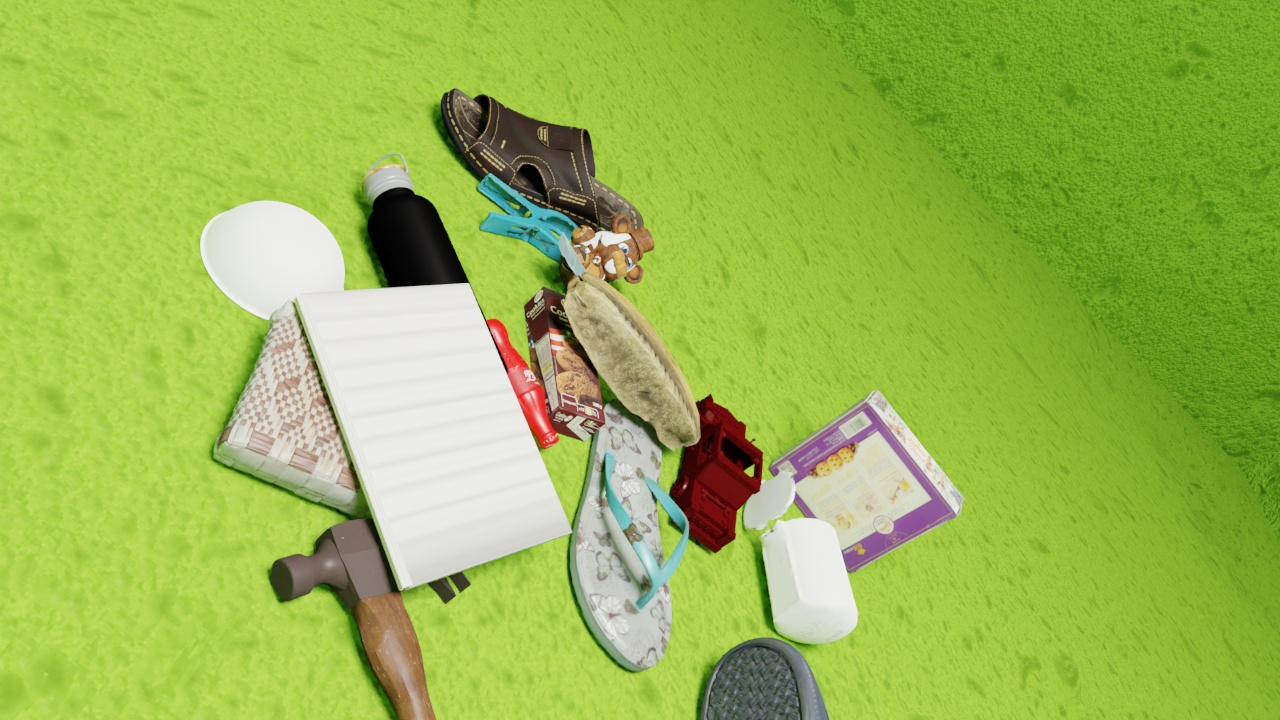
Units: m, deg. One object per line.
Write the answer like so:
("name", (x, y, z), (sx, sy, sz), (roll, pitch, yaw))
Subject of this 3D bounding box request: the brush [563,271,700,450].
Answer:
("brush", (-0.005, 0.005, 0.840), (0.195, 0.059, 0.043), (55, 23, -16))

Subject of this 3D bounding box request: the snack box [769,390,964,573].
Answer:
("snack box", (0.237, 0.131, 0.973), (0.148, 0.144, 0.040), (53, 33, 4))

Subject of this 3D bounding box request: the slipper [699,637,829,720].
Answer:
("slipper", (0.110, 0.330, 0.655), (0.083, 0.111, 0.267), (31, 40, -31))

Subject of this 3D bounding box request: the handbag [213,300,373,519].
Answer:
("handbag", (-0.187, 0.050, 0.640), (0.185, 0.047, 0.123), (30, 45, -27))

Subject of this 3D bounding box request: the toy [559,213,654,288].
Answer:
("toy", (-0.035, -0.104, 0.945), (0.112, 0.067, 0.087), (-27, 119, -24))

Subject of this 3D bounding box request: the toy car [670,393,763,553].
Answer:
("toy car", (0.076, 0.098, 0.890), (0.070, 0.062, 0.169), (39, 34, -17))

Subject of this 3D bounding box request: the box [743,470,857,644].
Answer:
("box", (0.151, 0.183, 0.880), (0.092, 0.083, 0.165), (22, 39, -22))

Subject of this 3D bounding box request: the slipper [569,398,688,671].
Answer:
("slipper", (-0.007, 0.125, 0.775), (0.098, 0.055, 0.268), (29, 36, -26))

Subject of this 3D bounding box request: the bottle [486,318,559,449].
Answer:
("bottle", (-0.105, 0.021, 0.775), (0.036, 0.036, 0.119), (-15, 69, -55))

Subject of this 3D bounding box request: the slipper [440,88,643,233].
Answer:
("slipper", (-0.094, -0.214, 0.993), (0.267, 0.076, 0.112), (28, 38, -30))

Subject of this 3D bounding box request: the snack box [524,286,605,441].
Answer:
("snack box", (-0.071, 0.001, 0.841), (0.051, 0.032, 0.140), (22, 42, -36))

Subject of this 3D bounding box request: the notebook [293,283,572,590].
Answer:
("notebook", (-0.142, 0.042, 0.641), (0.142, 0.009, 0.209), (-10, 70, -47))

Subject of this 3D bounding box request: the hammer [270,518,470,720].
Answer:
("hammer", (-0.118, 0.243, 0.540), (0.115, 0.033, 0.322), (-2, 59, -49))

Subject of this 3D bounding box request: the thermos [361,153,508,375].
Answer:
("thermos", (-0.181, -0.077, 0.762), (0.061, 0.061, 0.231), (-1, 57, -50))

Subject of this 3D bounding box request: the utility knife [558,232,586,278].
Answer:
("utility knife", (-0.028, -0.034, 0.899), (0.031, 0.015, 0.205), (-46, 114, -48))

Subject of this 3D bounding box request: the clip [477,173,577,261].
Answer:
("clip", (-0.114, -0.153, 0.955), (0.127, 0.028, 0.113), (30, 42, -30))

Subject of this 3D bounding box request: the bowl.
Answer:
("bowl", (-0.265, -0.083, 0.686), (0.110, 0.041, 0.109), (31, 37, -27))
